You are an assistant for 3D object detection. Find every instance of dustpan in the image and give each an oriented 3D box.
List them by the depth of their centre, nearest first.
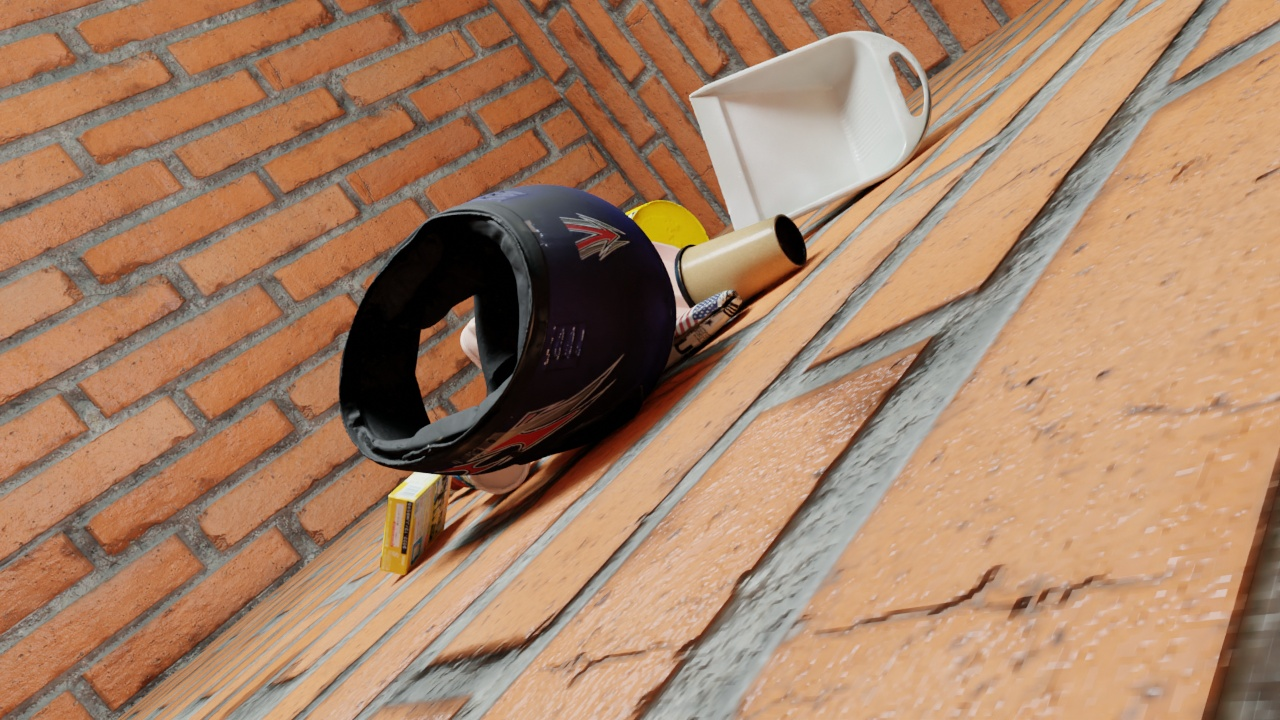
[{"bbox_3d":[0.229,-0.309,1.188,0.257,0.222,0.143,-15,-10,-12],"label":"dustpan"}]

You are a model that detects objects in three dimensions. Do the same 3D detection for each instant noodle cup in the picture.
[{"bbox_3d":[-0.164,0.104,1.016,0.099,0.099,0.110,-39,13,-12],"label":"instant noodle cup"}]

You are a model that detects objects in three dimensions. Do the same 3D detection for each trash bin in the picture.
[{"bbox_3d":[-0.015,-0.162,1.675,0.228,0.229,0.256,-41,12,-34],"label":"trash bin"}]

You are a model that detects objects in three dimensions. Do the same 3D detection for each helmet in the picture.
[{"bbox_3d":[-0.109,-0.019,0.879,0.316,0.247,0.240,-39,-23,30],"label":"helmet"}]

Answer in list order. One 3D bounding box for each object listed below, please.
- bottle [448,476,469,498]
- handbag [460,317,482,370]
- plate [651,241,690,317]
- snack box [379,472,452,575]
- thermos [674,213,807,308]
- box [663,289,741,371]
[{"bbox_3d":[-0.242,0.153,1.280,0.059,0.060,0.207,-42,3,-40],"label":"bottle"},{"bbox_3d":[-0.132,-0.040,1.340,0.094,0.193,0.233,-36,13,37],"label":"handbag"},{"bbox_3d":[-0.015,-0.079,1.109,0.228,0.230,0.028,-42,-34,-41],"label":"plate"},{"bbox_3d":[-0.248,0.171,1.025,0.140,0.034,0.087,-54,-25,-77],"label":"snack box"},{"bbox_3d":[0.107,-0.104,1.007,0.144,0.093,0.092,-24,12,37],"label":"thermos"},{"bbox_3d":[0.040,-0.019,0.976,0.164,0.051,0.068,-38,15,19],"label":"box"}]
